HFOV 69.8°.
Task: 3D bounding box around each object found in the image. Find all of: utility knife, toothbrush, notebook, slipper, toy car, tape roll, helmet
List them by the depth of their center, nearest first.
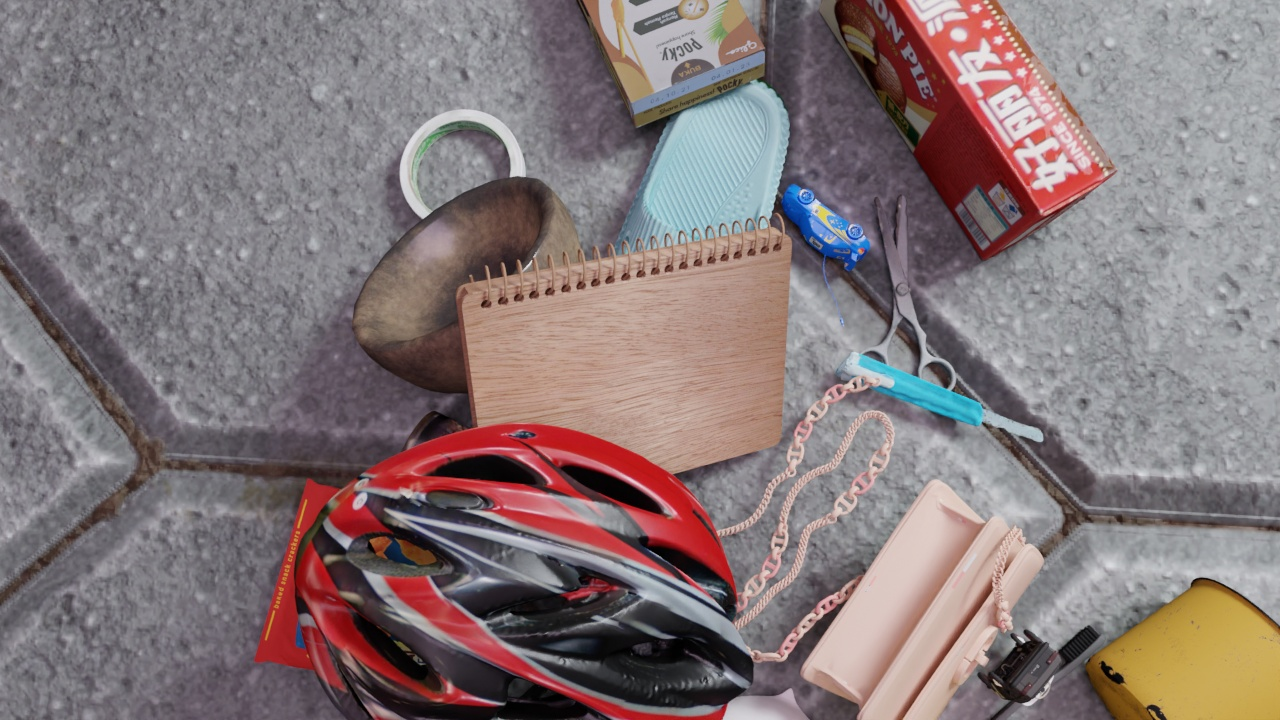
[{"bbox_3d":[-0.065,0.152,0.538,0.271,0.167,0.218,16,106,-20],"label":"helmet"},{"bbox_3d":[-0.003,0.003,0.580,0.210,0.022,0.169,-13,121,-19],"label":"notebook"},{"bbox_3d":[0.245,0.199,0.583,0.037,0.092,0.040,40,84,22],"label":"toy car"},{"bbox_3d":[0.248,0.238,0.618,0.167,0.013,0.013,-40,73,-4],"label":"toothbrush"},{"bbox_3d":[0.210,0.030,0.643,0.149,0.015,0.022,23,114,5],"label":"utility knife"},{"bbox_3d":[0.038,-0.087,0.652,0.116,0.069,0.276,16,82,9],"label":"slipper"},{"bbox_3d":[0.126,-0.076,0.660,0.092,0.033,0.061,37,78,8],"label":"toy car"},{"bbox_3d":[-0.134,-0.142,0.693,0.094,0.018,0.093,0,82,3],"label":"tape roll"}]

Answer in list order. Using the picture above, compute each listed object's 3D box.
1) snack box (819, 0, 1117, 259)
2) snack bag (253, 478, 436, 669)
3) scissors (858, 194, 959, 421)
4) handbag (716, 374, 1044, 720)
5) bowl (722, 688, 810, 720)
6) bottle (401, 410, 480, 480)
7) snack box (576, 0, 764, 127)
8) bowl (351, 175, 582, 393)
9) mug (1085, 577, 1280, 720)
[{"bbox_3d":[0.215,-0.194,0.635,0.060,0.113,0.236,-30,81,-2],"label":"snack box"},{"bbox_3d":[-0.186,0.163,0.636,0.144,0.039,0.130,12,83,14],"label":"snack bag"},{"bbox_3d":[0.200,-0.038,0.663,0.120,0.014,0.159,22,86,7],"label":"scissors"},{"bbox_3d":[0.160,0.135,0.626,0.187,0.116,0.198,33,88,44],"label":"handbag"},{"bbox_3d":[0.074,0.276,0.591,0.115,0.051,0.114,-2,71,4],"label":"bowl"},{"bbox_3d":[-0.110,0.082,0.637,0.105,0.056,0.056,26,83,6],"label":"bottle"},{"bbox_3d":[0.008,-0.272,0.681,0.101,0.032,0.186,-23,70,-1],"label":"snack box"},{"bbox_3d":[-0.108,-0.045,0.620,0.162,0.070,0.162,-21,40,19],"label":"bowl"},{"bbox_3d":[0.356,0.215,0.573,0.094,0.100,0.123,-34,83,-1],"label":"mug"}]
